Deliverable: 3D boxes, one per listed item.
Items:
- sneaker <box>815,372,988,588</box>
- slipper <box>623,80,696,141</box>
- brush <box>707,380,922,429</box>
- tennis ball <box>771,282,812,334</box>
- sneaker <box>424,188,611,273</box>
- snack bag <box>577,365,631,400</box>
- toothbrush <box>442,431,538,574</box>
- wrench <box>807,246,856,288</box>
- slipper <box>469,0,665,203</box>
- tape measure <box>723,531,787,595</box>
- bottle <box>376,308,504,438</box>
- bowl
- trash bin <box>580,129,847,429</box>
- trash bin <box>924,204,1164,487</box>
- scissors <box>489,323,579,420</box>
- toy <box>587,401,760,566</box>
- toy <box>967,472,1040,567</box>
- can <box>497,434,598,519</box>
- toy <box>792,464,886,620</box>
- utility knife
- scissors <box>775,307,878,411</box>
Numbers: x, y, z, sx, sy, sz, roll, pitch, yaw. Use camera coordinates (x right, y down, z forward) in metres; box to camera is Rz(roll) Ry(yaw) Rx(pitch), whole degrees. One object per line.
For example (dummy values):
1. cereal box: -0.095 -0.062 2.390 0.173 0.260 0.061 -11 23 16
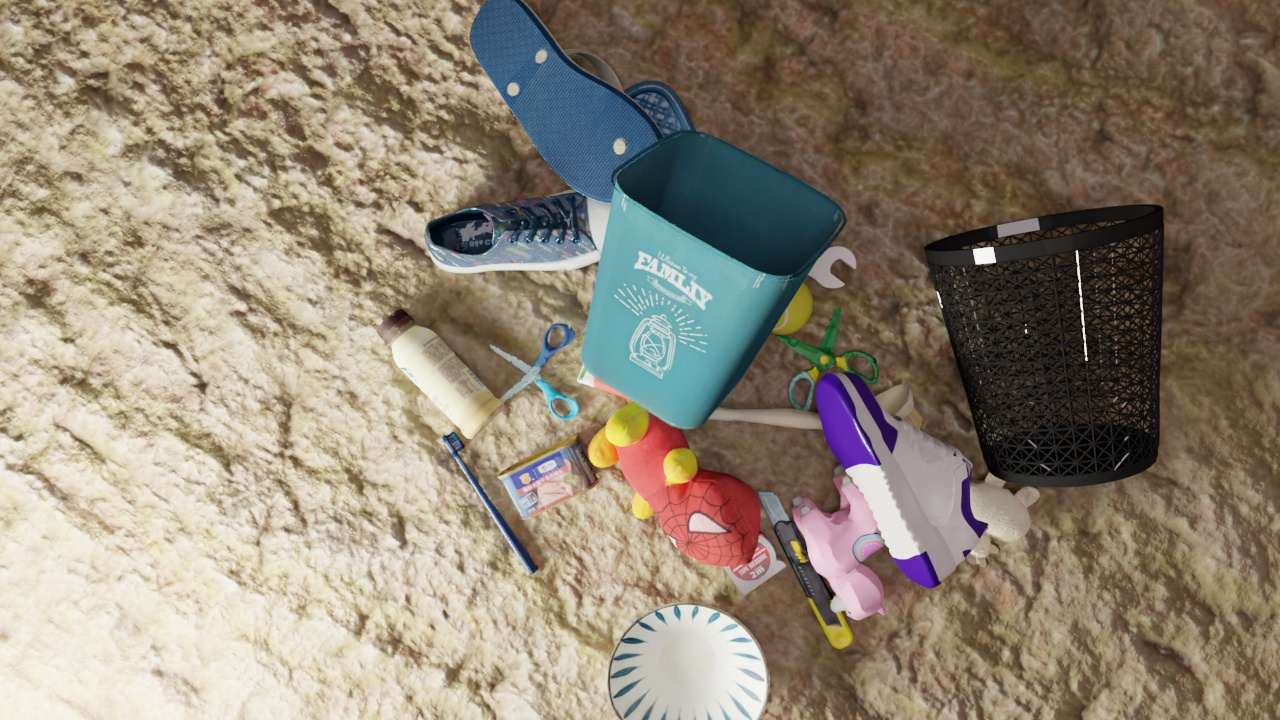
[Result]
1. sneaker: 0.280 0.105 0.945 0.111 0.092 0.244 -30 96 -13
2. slipper: 0.035 -0.205 1.003 0.104 0.059 0.213 -27 89 5
3. brush: 0.173 0.060 1.010 0.272 0.062 0.077 0 100 3
4. tennis ball: 0.155 -0.061 1.003 0.065 0.065 0.065 0 94 3
5. sneaker: -0.124 -0.140 1.002 0.235 0.079 0.087 -8 88 4
6. snack bag: -0.006 0.006 1.030 0.116 0.036 0.077 19 94 2
7. toothbrush: -0.172 0.164 1.060 0.017 0.016 0.190 -32 92 -2
8. wrench: 0.104 -0.112 1.030 0.273 0.009 0.047 4 94 3
9. slipper: -0.078 -0.280 0.999 0.118 0.060 0.295 -46 76 21
10. tape measure: 0.125 0.227 1.047 0.060 0.020 0.062 -37 91 5
11. bottle: -0.227 0.013 1.032 0.056 0.056 0.162 -44 91 5
12. bowl: 0.053 0.349 1.034 0.177 0.071 0.177 0 93 3
13. trash bin: 0.056 -0.073 0.909 0.196 0.198 0.219 32 130 13
14. trash bin: 0.420 -0.015 0.931 0.217 0.216 0.243 -12 100 3
15. scissors: -0.115 0.011 1.050 0.127 0.014 0.133 31 99 5
16. toy: 0.046 0.136 0.997 0.216 0.148 0.098 43 69 1
17. toy: 0.388 0.170 1.015 0.087 0.050 0.112 26 98 1
18. can: -0.103 0.132 1.036 0.100 0.054 0.059 -26 94 5
19. toy: 0.238 0.205 1.018 0.123 0.067 0.157 -35 96 3
20. utility knife: 0.187 0.236 1.047 0.029 0.020 0.203 -28 91 2
21. scissors: 0.206 0.003 1.032 0.125 0.011 0.131 27 95 0
